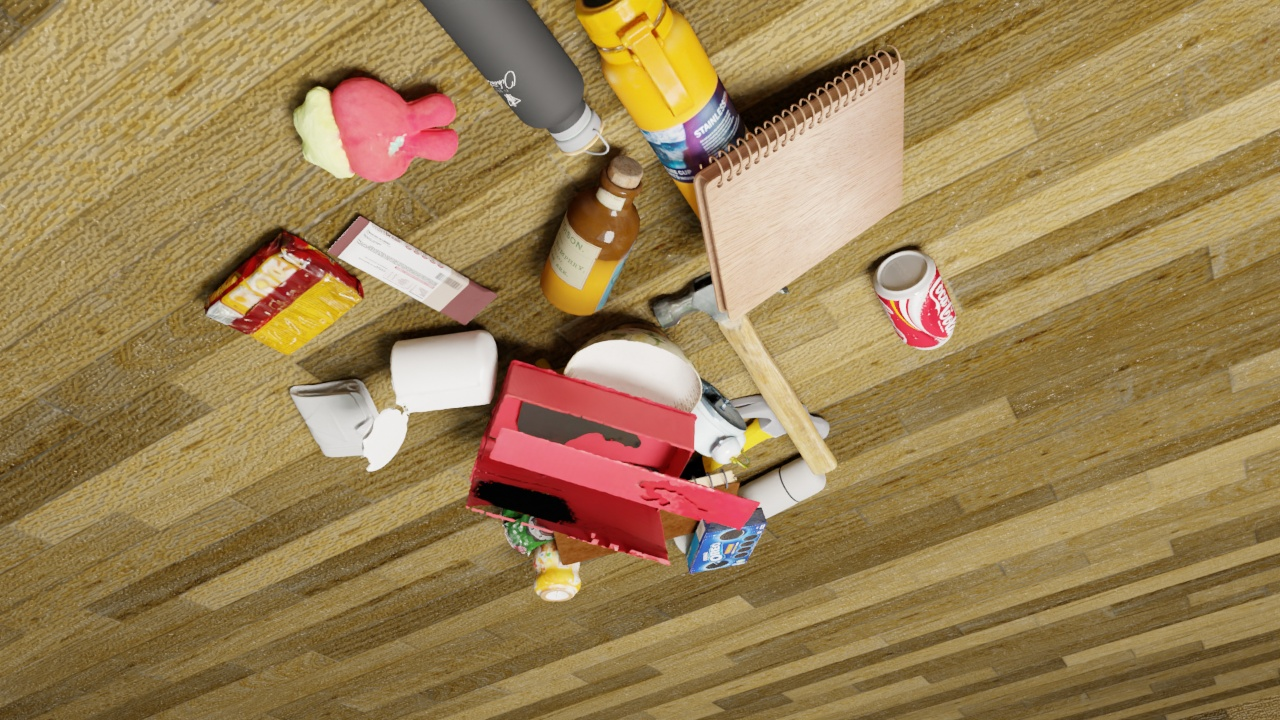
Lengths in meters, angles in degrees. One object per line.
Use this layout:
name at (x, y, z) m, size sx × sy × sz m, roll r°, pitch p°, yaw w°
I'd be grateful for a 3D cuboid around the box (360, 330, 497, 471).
box at (-0.215, 0.040, 0.935) m, size 0.137 × 0.143 × 0.083 m, roll -6°, pitch 154°, yaw 2°

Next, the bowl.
bowl at (-0.006, 0.005, 0.974) m, size 0.145 × 0.063 × 0.145 m, roll 4°, pitch 139°, yaw 3°

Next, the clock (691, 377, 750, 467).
clock at (0.085, 0.075, 1.039) m, size 0.057 × 0.083 × 0.117 m, roll -45°, pitch 85°, yaw 15°

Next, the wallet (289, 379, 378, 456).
wallet at (-0.337, 0.070, 1.034) m, size 0.086 × 0.032 × 0.116 m, roll -8°, pitch 139°, yaw 5°

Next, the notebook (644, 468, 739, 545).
notebook at (0.006, 0.194, 1.131) m, size 0.225 × 0.024 × 0.168 m, roll -13°, pitch 153°, yaw -7°

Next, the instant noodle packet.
instant noodle packet at (-0.342, -0.060, 0.879) m, size 0.136 × 0.039 × 0.098 m, roll -32°, pitch 133°, yaw 24°

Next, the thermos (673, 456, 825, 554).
thermos at (0.144, 0.194, 1.227) m, size 0.225 × 0.052 × 0.052 m, roll -32°, pitch 133°, yaw 26°

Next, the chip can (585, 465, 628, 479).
chip can at (-0.068, 0.171, 1.156) m, size 0.224 × 0.075 × 0.075 m, roll -27°, pitch 135°, yaw 21°

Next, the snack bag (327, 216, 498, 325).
snack bag at (-0.218, -0.084, 0.888) m, size 0.158 × 0.013 × 0.057 m, roll 30°, pitch 125°, yaw -35°

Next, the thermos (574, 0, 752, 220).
thermos at (0.037, -0.203, 0.733) m, size 0.076 × 0.091 × 0.232 m, roll -52°, pitch 135°, yaw -12°

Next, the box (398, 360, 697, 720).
box at (-0.120, 0.253, 1.032) m, size 0.215 × 0.141 × 0.512 m, roll 18°, pitch 114°, yaw -11°

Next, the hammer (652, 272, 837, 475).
hammer at (0.148, 0.024, 1.023) m, size 0.132 × 0.033 × 0.330 m, roll -25°, pitch 128°, yaw 15°

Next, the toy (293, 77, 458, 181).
toy at (-0.215, -0.188, 0.746) m, size 0.135 × 0.045 × 0.092 m, roll -5°, pitch 136°, yaw 4°

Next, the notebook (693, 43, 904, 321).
notebook at (0.142, -0.149, 0.785) m, size 0.210 × 0.022 × 0.169 m, roll -34°, pitch 141°, yaw -15°

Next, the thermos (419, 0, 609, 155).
thermos at (-0.096, -0.235, 0.696) m, size 0.061 × 0.061 × 0.231 m, roll -25°, pitch 136°, yaw 19°

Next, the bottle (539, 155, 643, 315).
bottle at (-0.039, -0.116, 0.836) m, size 0.067 × 0.067 × 0.157 m, roll 10°, pitch 136°, yaw -19°

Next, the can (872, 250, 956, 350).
can at (0.285, -0.060, 0.948) m, size 0.064 × 0.064 × 0.105 m, roll -24°, pitch 136°, yaw 18°

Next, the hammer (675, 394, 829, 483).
hammer at (0.077, 0.138, 1.175) m, size 0.127 × 0.029 × 0.325 m, roll 29°, pitch 128°, yaw -34°

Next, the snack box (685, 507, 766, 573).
snack box at (0.109, 0.237, 1.201) m, size 0.082 × 0.027 × 0.150 m, roll -9°, pitch 149°, yaw -11°

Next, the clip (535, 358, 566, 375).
clip at (-0.089, 0.022, 1.010) m, size 0.044 × 0.054 × 0.049 m, roll -49°, pitch 153°, yaw 16°
